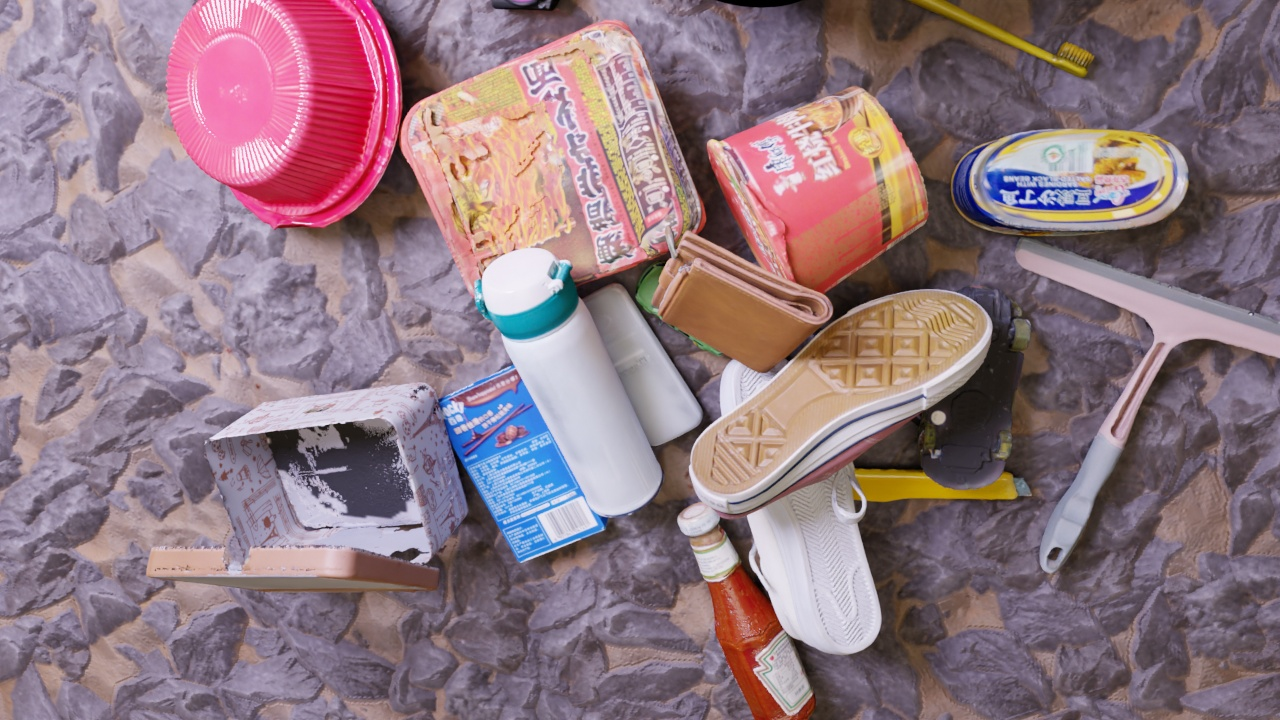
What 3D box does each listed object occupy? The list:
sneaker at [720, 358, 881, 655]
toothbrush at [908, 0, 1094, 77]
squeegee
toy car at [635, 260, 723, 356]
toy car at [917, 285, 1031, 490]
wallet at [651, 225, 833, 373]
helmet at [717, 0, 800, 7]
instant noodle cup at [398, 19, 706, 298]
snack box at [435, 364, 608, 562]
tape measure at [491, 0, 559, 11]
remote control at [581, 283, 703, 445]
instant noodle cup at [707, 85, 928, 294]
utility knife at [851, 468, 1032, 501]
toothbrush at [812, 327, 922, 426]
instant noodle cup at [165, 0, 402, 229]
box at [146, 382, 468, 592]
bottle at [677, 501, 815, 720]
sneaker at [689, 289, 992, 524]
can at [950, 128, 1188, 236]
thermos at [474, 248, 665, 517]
[{"bbox_3d":[0.116,0.112,0.735,0.089,0.091,0.242,-16,86,-23],"label":"sneaker"},{"bbox_3d":[0.230,-0.245,0.645,0.190,0.015,0.017,23,102,-2],"label":"toothbrush"},{"bbox_3d":[0.367,0.057,0.709,0.248,0.040,0.250,23,113,15],"label":"squeegee"},{"bbox_3d":[0.038,-0.040,0.714,0.091,0.036,0.043,35,108,-1],"label":"toy car"},{"bbox_3d":[0.252,0.022,0.706,0.070,0.042,0.158,6,100,5],"label":"toy car"},{"bbox_3d":[0.056,-0.037,0.629,0.119,0.131,0.035,30,74,0],"label":"wallet"},{"bbox_3d":[0.081,-0.342,0.521,0.234,0.229,0.275,24,107,25],"label":"helmet"},{"bbox_3d":[-0.062,-0.137,0.671,0.189,0.079,0.164,-19,103,10],"label":"instant noodle cup"},{"bbox_3d":[-0.099,0.086,0.767,0.085,0.026,0.157,-24,103,13],"label":"snack box"},{"bbox_3d":[-0.081,-0.279,0.651,0.057,0.039,0.058,6,107,4],"label":"tape measure"},{"bbox_3d":[-0.004,0.004,0.735,0.056,0.020,0.136,-28,102,23],"label":"remote control"},{"bbox_3d":[0.125,-0.115,0.639,0.108,0.138,0.138,-28,102,3],"label":"instant noodle cup"},{"bbox_3d":[0.233,0.101,0.745,0.165,0.015,0.033,1,127,6],"label":"utility knife"},{"bbox_3d":[0.209,0.033,0.732,0.189,0.016,0.014,38,117,-9],"label":"toothbrush"},{"bbox_3d":[-0.266,-0.189,0.652,0.194,0.065,0.194,4,101,23],"label":"instant noodle cup"},{"bbox_3d":[-0.255,0.125,0.700,0.183,0.180,0.153,-8,106,16],"label":"box"},{"bbox_3d":[0.086,0.214,0.771,0.060,0.059,0.206,-22,102,11],"label":"bottle"},{"bbox_3d":[0.146,0.039,0.663,0.241,0.118,0.088,-34,144,-5],"label":"sneaker"},{"bbox_3d":[0.301,-0.126,0.649,0.148,0.049,0.074,1,97,3],"label":"can"},{"bbox_3d":[-0.051,0.019,0.680,0.073,0.073,0.224,-16,127,10],"label":"thermos"}]
